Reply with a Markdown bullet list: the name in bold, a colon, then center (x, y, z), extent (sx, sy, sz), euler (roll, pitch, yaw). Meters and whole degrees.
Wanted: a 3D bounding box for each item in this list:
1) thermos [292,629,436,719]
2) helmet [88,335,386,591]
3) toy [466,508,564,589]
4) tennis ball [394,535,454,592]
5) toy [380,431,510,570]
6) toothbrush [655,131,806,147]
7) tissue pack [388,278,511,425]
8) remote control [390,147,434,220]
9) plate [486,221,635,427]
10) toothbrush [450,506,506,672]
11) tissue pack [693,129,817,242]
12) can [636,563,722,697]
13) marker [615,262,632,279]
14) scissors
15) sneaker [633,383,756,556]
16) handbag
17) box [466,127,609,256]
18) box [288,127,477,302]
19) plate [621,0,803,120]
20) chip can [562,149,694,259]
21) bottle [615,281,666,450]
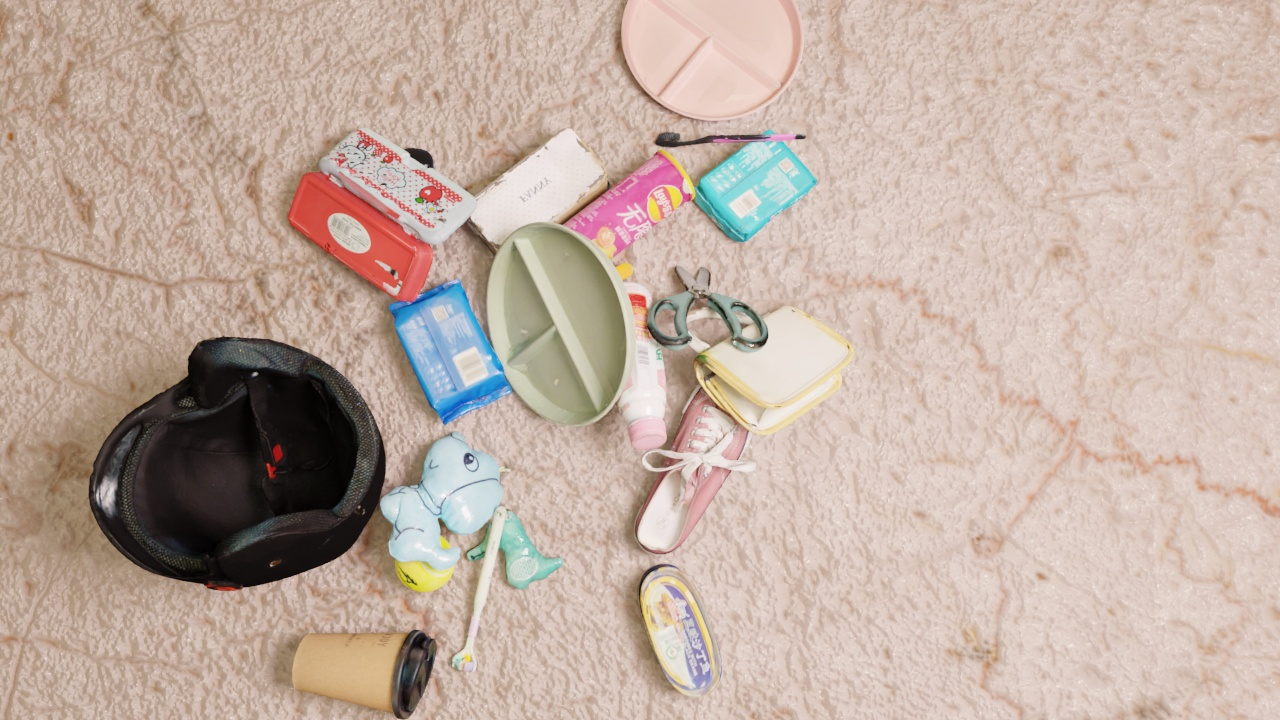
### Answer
- **thermos**: center (-0.297, 0.334, 0.996), extent (0.143, 0.093, 0.093), euler (6, 81, 6)
- **helmet**: center (-0.400, 0.119, 0.950), extent (0.274, 0.230, 0.233), euler (-13, 67, -6)
- **toy**: center (-0.148, 0.218, 1.048), extent (0.096, 0.030, 0.092), euler (-30, 79, 1)
- **tennis ball**: center (-0.240, 0.225, 1.023), extent (0.065, 0.065, 0.065), euler (0, 81, -3)
- **toy**: center (-0.213, 0.153, 1.023), extent (0.156, 0.050, 0.161), euler (-4, 61, -34)
- **toothbrush**: center (0.107, -0.269, 1.107), extent (0.189, 0.014, 0.017), euler (4, 68, 23)
- **tissue pack**: center (-0.222, -0.012, 1.067), extent (0.095, 0.052, 0.157), euler (-26, 83, -8)
- **remote control**: center (-0.280, -0.189, 1.106), extent (0.053, 0.024, 0.136), euler (9, 82, 3)
- **plate**: center (-0.090, -0.040, 1.016), extent (0.027, 0.231, 0.230), euler (-19, 80, -46)
- **toothbrush**: center (-0.177, 0.256, 1.029), extent (0.029, 0.020, 0.189), euler (14, 91, 5)
- **tissue pack**: center (0.140, -0.213, 1.116), extent (0.133, 0.050, 0.093), euler (-38, 82, -8)
- **can**: center (0.043, 0.302, 1.032), extent (0.074, 0.049, 0.148), euler (-19, 82, -6)
- **marker**: center (-0.066, -0.085, 1.106), extent (0.124, 0.015, 0.018), euler (-27, 82, -4)
- **scissors**: center (0.057, -0.059, 1.051), extent (0.171, 0.019, 0.176), euler (-14, 45, -24)
- **sneaker**: center (0.068, 0.111, 1.042), extent (0.118, 0.088, 0.240), euler (30, 78, 2)
- **handbag**: center (0.132, -0.007, 1.058), extent (0.163, 0.063, 0.179), euler (-30, 57, -35)
- **box**: center (-0.118, -0.198, 1.098), extent (0.184, 0.063, 0.090), euler (-37, 85, -9)
- **box**: center (-0.304, -0.175, 1.065), extent (0.201, 0.063, 0.160), euler (34, 90, 18)
- **plate**: center (0.090, -0.406, 1.155), extent (0.229, 0.028, 0.229), euler (0, 81, -2)
- **chip can**: center (-0.038, -0.160, 1.090), extent (0.210, 0.071, 0.071), euler (-38, 85, -7)
- **bottle**: center (-0.006, 0.006, 1.034), extent (0.068, 0.068, 0.196), euler (-8, 59, -4)
